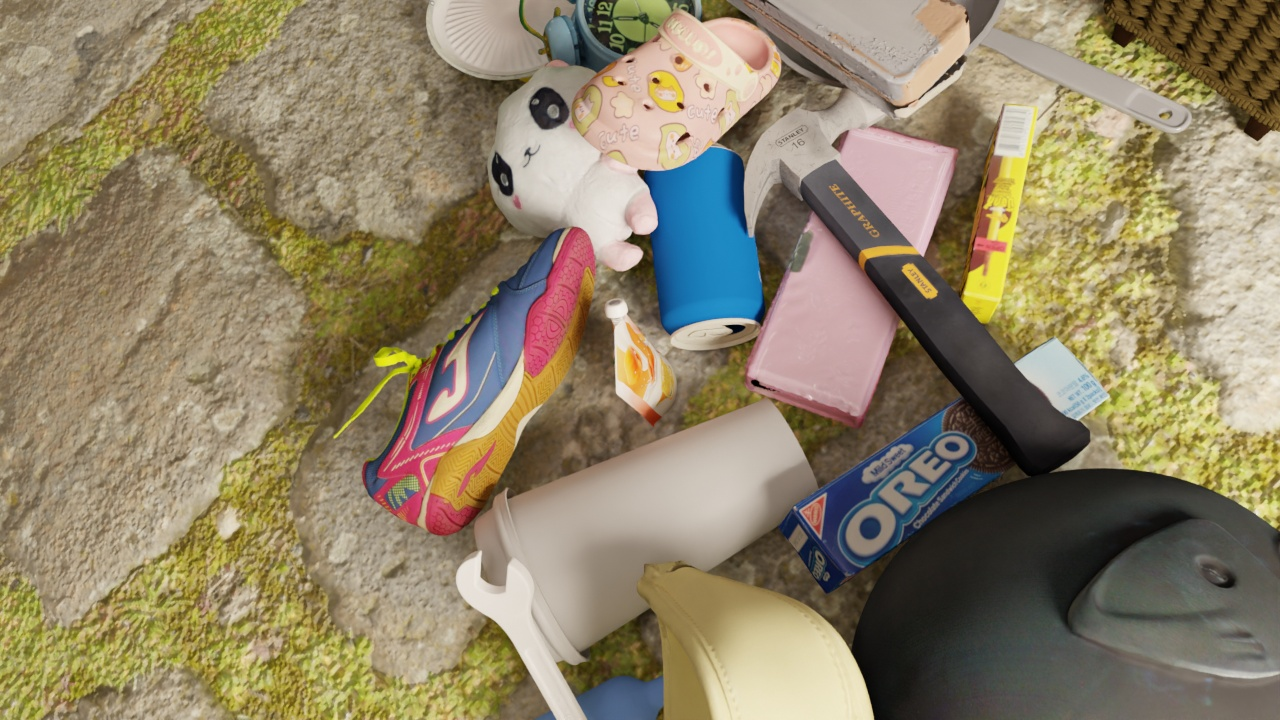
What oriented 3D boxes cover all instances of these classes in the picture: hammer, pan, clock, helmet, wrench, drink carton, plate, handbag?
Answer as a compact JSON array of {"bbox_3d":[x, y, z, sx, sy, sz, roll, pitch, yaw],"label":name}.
[{"bbox_3d":[0.184,-0.059,0.621,0.139,0.035,0.312,-31,63,-3],"label":"hammer"},{"bbox_3d":[0.248,-0.259,0.712,0.356,0.051,0.200,37,87,19],"label":"pan"},{"bbox_3d":[-0.020,-0.278,0.760,0.162,0.060,0.118,9,76,-1],"label":"clock"},{"bbox_3d":[0.270,0.177,0.504,0.316,0.250,0.235,-8,51,-9],"label":"helmet"},{"bbox_3d":[-0.044,0.237,0.600,0.047,0.009,0.273,-19,107,21],"label":"wrench"},{"bbox_3d":[-0.004,0.004,0.669,0.039,0.122,0.069,-5,75,12],"label":"drink carton"},{"bbox_3d":[-0.112,-0.308,0.815,0.157,0.014,0.156,-2,65,4],"label":"plate"},{"bbox_3d":[0.055,0.229,0.535,0.088,0.191,0.233,-8,112,-16],"label":"handbag"}]

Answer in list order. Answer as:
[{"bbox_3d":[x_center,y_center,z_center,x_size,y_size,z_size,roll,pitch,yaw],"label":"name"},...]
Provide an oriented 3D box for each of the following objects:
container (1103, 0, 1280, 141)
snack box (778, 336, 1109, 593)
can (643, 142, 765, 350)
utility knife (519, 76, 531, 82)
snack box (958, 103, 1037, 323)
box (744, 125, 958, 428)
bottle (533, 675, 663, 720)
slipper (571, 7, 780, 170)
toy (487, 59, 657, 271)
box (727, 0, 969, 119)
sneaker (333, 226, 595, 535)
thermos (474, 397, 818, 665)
[{"bbox_3d":[0.475,-0.315,0.588,0.321,0.205,0.176,-43,71,0],"label":"container"},{"bbox_3d":[0.200,0.067,0.606,0.226,0.060,0.059,-29,70,-14],"label":"snack box"},{"bbox_3d":[0.048,-0.088,0.702,0.079,0.079,0.146,-10,74,11],"label":"can"},{"bbox_3d":[-0.024,-0.216,0.785,0.213,0.020,0.028,31,87,18],"label":"utility knife"},{"bbox_3d":[0.257,-0.106,0.666,0.026,0.061,0.148,12,79,15],"label":"snack box"},{"bbox_3d":[0.158,-0.068,0.677,0.098,0.037,0.232,19,71,13],"label":"box"},{"bbox_3d":[-0.020,0.253,0.650,0.131,0.048,0.048,-30,71,5],"label":"bottle"},{"bbox_3d":[0.039,-0.210,0.664,0.093,0.082,0.196,44,57,13],"label":"slipper"},{"bbox_3d":[-0.049,-0.144,0.721,0.139,0.101,0.179,-51,58,24],"label":"toy"},{"bbox_3d":[0.141,-0.267,0.680,0.081,0.063,0.216,-43,63,-1],"label":"box"},{"bbox_3d":[-0.117,0.000,0.654,0.091,0.116,0.241,23,75,22],"label":"sneaker"},{"bbox_3d":[0.008,0.112,0.646,0.222,0.131,0.131,-27,72,-2],"label":"thermos"}]
